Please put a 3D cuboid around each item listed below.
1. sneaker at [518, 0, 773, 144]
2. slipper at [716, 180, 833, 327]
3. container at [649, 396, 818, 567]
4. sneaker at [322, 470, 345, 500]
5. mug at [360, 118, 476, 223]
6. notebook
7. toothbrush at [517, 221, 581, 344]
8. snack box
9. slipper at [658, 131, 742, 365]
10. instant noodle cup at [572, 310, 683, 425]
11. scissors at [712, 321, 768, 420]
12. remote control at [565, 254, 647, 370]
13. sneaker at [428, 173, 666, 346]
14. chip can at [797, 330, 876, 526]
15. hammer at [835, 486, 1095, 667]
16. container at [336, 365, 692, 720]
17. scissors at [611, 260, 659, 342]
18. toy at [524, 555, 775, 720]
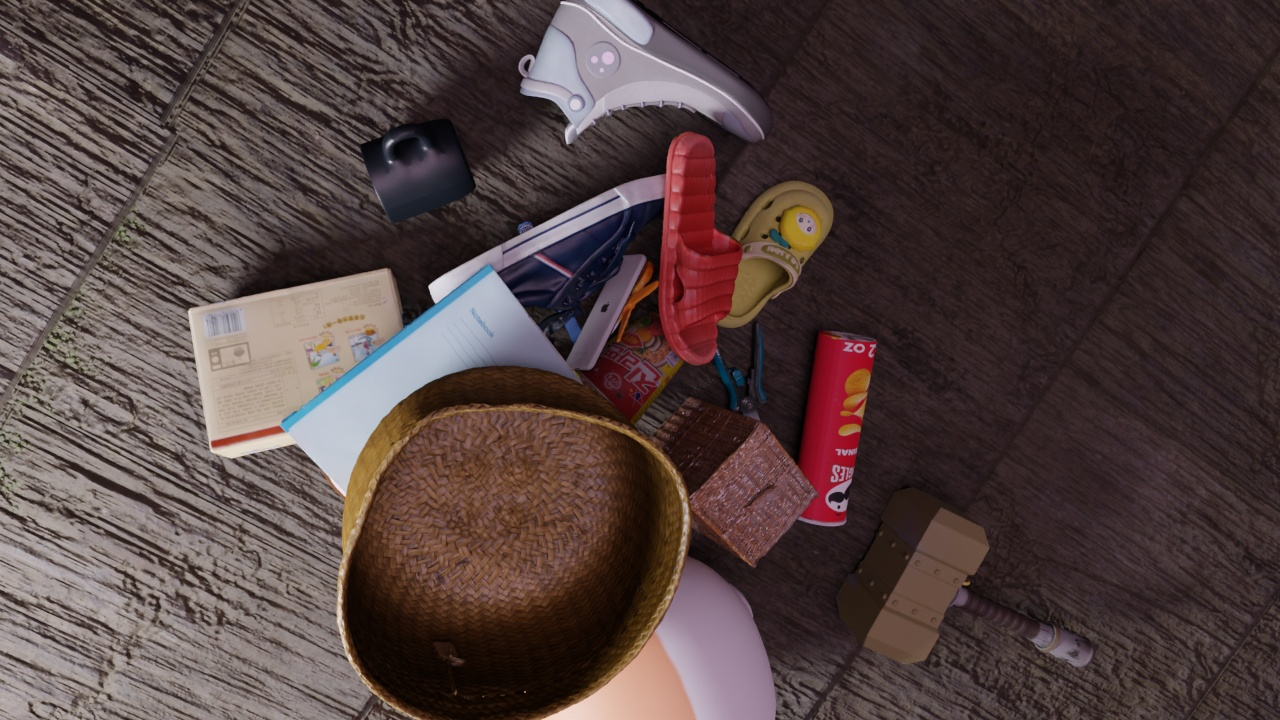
[{"bbox_3d":[0.004,-0.272,0.970,0.256,0.093,0.160,33,103,-15],"label":"sneaker"},{"bbox_3d":[0.141,-0.117,1.022,0.091,0.081,0.190,38,96,-12],"label":"slipper"},{"bbox_3d":[0.085,0.128,1.002,0.113,0.199,0.113,-45,109,-10],"label":"container"},{"bbox_3d":[-0.237,0.188,1.003,0.111,0.116,0.294,-34,105,-1],"label":"sneaker"},{"bbox_3d":[-0.226,-0.201,0.924,0.094,0.122,0.085,-21,75,-5],"label":"mug"},{"bbox_3d":[-0.198,0.049,0.918,0.253,0.009,0.181,-39,113,-5],"label":"notebook"},{"bbox_3d":[-0.095,-0.077,1.024,0.016,0.014,0.166,-26,105,-4],"label":"toothbrush"},{"bbox_3d":[-0.342,0.002,0.949,0.207,0.055,0.153,-13,79,-8],"label":"snack box"},{"bbox_3d":[0.068,-0.112,0.961,0.059,0.103,0.249,8,109,33],"label":"slipper"},{"bbox_3d":[-0.006,0.006,1.019,0.112,0.100,0.100,-44,105,-6],"label":"instant noodle cup"},{"bbox_3d":[0.121,0.020,1.077,0.151,0.019,0.119,41,90,-19],"label":"scissors"},{"bbox_3d":[-0.037,-0.054,0.997,0.008,0.045,0.146,39,68,-36],"label":"remote control"},{"bbox_3d":[-0.065,-0.096,0.971,0.294,0.121,0.127,-31,97,-11],"label":"sneaker"},{"bbox_3d":[0.226,0.079,1.080,0.069,0.069,0.221,6,100,-10],"label":"chip can"},{"bbox_3d":[0.433,0.311,1.146,0.324,0.100,0.190,26,96,-13],"label":"hammer"},{"bbox_3d":[-0.129,0.159,0.856,0.306,0.196,0.307,-4,102,-17],"label":"container"},{"bbox_3d":[-0.015,-0.059,1.003,0.011,0.125,0.131,34,132,-16],"label":"scissors"},{"bbox_3d":[0.004,0.350,1.002,0.280,0.266,0.263,-19,97,-20],"label":"toy"}]
